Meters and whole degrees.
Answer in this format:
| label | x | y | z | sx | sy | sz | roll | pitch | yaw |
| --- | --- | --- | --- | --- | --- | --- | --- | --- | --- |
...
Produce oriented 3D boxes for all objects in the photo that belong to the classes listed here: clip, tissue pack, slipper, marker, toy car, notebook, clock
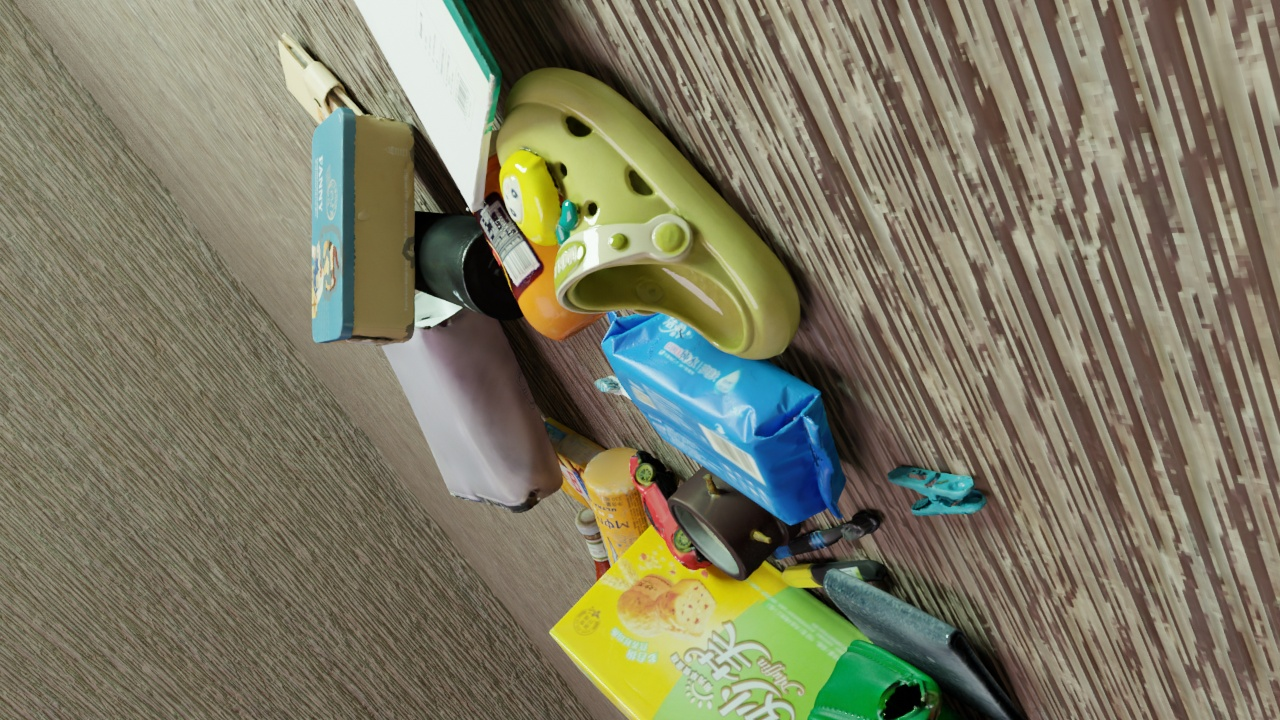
| label | x | y | z | sx | sy | sz | roll | pitch | yaw |
| --- | --- | --- | --- | --- | --- | --- | --- | --- | --- |
| clip | 0.146 | 0.065 | 0.449 | 0.039 | 0.013 | 0.056 | 53 | 161 | -12 |
| tissue pack | 0.047 | 0.025 | 0.514 | 0.157 | 0.052 | 0.095 | 32 | 161 | 38 |
| slipper | -0.009 | -0.061 | 0.448 | 0.190 | 0.081 | 0.092 | 43 | 157 | 9 |
| marker | 0.130 | 0.143 | 0.621 | 0.018 | 0.015 | 0.124 | 45 | 157 | -2 |
| toy car | 0.022 | 0.117 | 0.723 | 0.049 | 0.031 | 0.106 | 29 | -154 | -59 |
| notebook | -0.129 | -0.196 | 0.479 | 0.209 | 0.012 | 0.151 | 61 | 161 | 6 |
| clock | 0.061 | 0.110 | 0.639 | 0.082 | 0.055 | 0.122 | 45 | 161 | 10 |

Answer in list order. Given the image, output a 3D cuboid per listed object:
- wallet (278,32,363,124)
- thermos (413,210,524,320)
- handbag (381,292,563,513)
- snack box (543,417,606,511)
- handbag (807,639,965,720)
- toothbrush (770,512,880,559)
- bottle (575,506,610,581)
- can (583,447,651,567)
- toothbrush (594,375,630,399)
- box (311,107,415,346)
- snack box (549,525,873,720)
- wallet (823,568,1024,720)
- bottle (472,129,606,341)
| label | x | y | z | sx | sy | sz | roll | pitch | yaw |
| --- | --- | --- | --- | --- | --- | --- | --- | --- | --- |
| wallet | -0.258 | -0.211 | 0.766 | 0.115 | 0.024 | 0.087 | 48 | 159 | 6 |
| thermos | -0.146 | -0.080 | 0.729 | 0.090 | 0.068 | 0.243 | 23 | 178 | -34 |
| handbag | -0.153 | 0.033 | 0.847 | 0.145 | 0.098 | 0.197 | 15 | 131 | 58 |
| snack box | -0.046 | 0.115 | 0.900 | 0.140 | 0.033 | 0.087 | 26 | 149 | 49 |
| handbag | 0.184 | 0.240 | 0.583 | 0.131 | 0.067 | 0.120 | 41 | 157 | -10 |
| toothbrush | 0.115 | 0.121 | 0.608 | 0.014 | 0.016 | 0.190 | 52 | 161 | 8 |
| bottle | -0.025 | 0.246 | 1.056 | 0.060 | 0.059 | 0.206 | 26 | 146 | 47 |
| can | -0.007 | 0.147 | 0.810 | 0.058 | 0.058 | 0.146 | 29 | 143 | 43 |
| toothbrush | 0.038 | 0.045 | 0.613 | 0.221 | 0.026 | 0.027 | 24 | 108 | 49 |
| box | -0.210 | -0.102 | 0.692 | 0.090 | 0.059 | 0.184 | -7 | 85 | 56 |
| snack box | 0.056 | 0.226 | 0.710 | 0.210 | 0.157 | 0.070 | 32 | 158 | 39 |
| wallet | 0.176 | 0.180 | 0.566 | 0.121 | 0.019 | 0.097 | 49 | 163 | -31 |
| bottle | -0.071 | -0.086 | 0.561 | 0.149 | 0.066 | 0.067 | 56 | 160 | 1 |
